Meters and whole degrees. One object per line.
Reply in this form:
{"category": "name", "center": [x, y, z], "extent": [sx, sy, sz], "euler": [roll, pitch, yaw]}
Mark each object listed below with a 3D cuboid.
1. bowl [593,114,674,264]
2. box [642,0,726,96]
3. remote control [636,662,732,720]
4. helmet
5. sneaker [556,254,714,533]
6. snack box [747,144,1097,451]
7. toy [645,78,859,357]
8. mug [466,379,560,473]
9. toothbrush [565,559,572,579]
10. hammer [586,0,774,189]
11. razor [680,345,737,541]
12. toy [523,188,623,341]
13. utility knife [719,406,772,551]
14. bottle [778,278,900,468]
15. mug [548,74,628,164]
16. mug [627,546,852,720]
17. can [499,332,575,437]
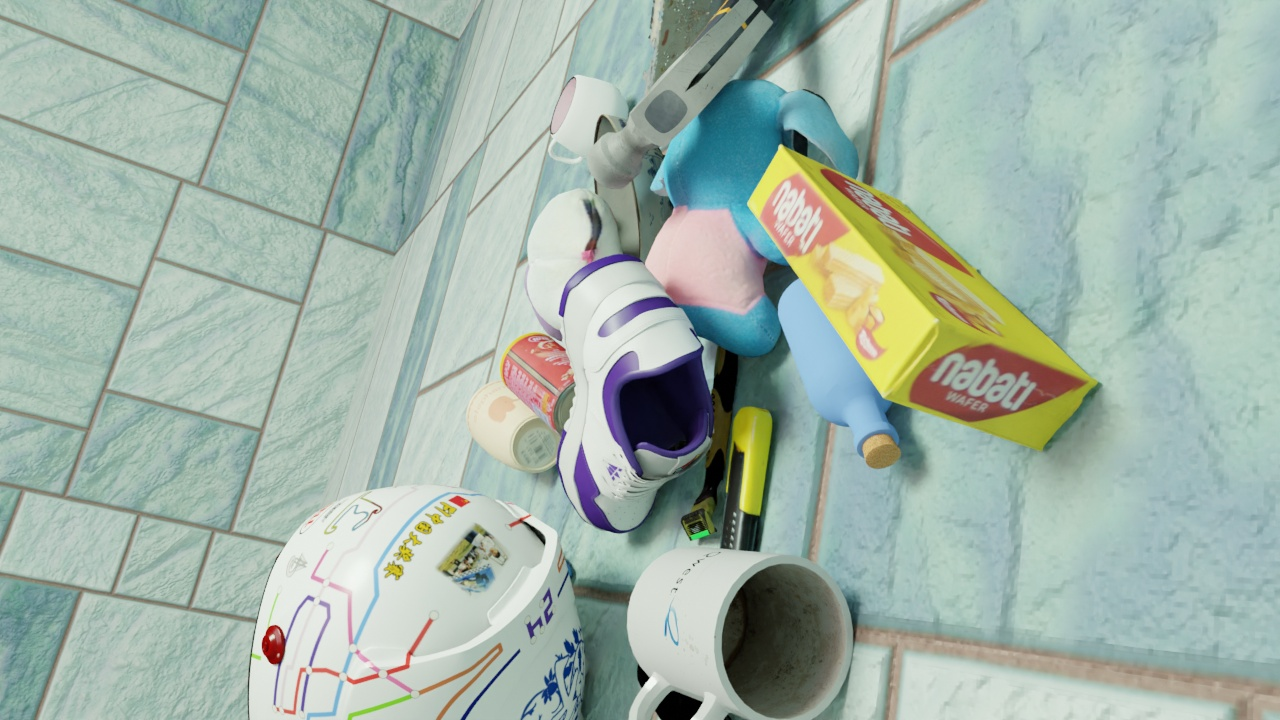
{"category": "bowl", "center": [0.001, -0.151, 0.836], "extent": [0.151, 0.056, 0.150], "euler": [169, 91, -77]}
{"category": "box", "center": [0.054, -0.325, 0.764], "extent": [0.156, 0.071, 0.217], "euler": [-47, -20, -36]}
{"category": "remote control", "center": [0.026, 0.214, 0.558], "extent": [0.140, 0.021, 0.045], "euler": [-161, 79, -73]}
{"category": "helmet", "center": [-0.159, 0.243, 0.709], "extent": [0.230, 0.236, 0.315], "euler": [-49, -24, -52]}
{"category": "sneaker", "center": [0.004, 0.052, 0.636], "extent": [0.111, 0.091, 0.245], "euler": [47, 149, 40]}
{"category": "snack box", "center": [0.126, -0.040, 0.455], "extent": [0.042, 0.092, 0.200], "euler": [-61, 25, 25]}
{"category": "toy", "center": [0.053, -0.103, 0.660], "extent": [0.224, 0.098, 0.191], "euler": [10, 86, 58]}
{"category": "mug", "center": [-0.114, 0.061, 0.953], "extent": [0.111, 0.085, 0.104], "euler": [-44, 29, -11]}
{"category": "toothbrush", "center": [-0.088, 0.181, 0.868], "extent": [0.132, 0.016, 0.021], "euler": [19, 93, 68]}
{"category": "hammer", "center": [0.065, -0.246, 0.678], "extent": [0.140, 0.035, 0.311], "euler": [-36, 17, 43]}
{"category": "razor", "center": [0.052, 0.053, 0.642], "extent": [0.044, 0.021, 0.144], "euler": [134, 147, -67]}
{"category": "toy", "center": [-0.067, -0.084, 0.867], "extent": [0.209, 0.085, 0.137], "euler": [147, 121, -78]}
{"category": "utility knife", "center": [0.057, 0.142, 0.570], "extent": [0.029, 0.020, 0.233], "euler": [154, 128, -63]}
{"category": "bottle", "center": [0.113, 0.006, 0.505], "extent": [0.048, 0.048, 0.131], "euler": [-56, 27, 32]}
{"category": "mug", "center": [-0.065, -0.274, 1.083], "extent": [0.124, 0.076, 0.090], "euler": [-45, 34, 47]}
{"category": "mug", "center": [0.040, 0.157, 0.488], "extent": [0.119, 0.083, 0.097], "euler": [-50, 14, -23]}
{"category": "can", "center": [-0.080, 0.023, 0.869], "extent": [0.124, 0.066, 0.067], "euler": [35, 105, 52]}
